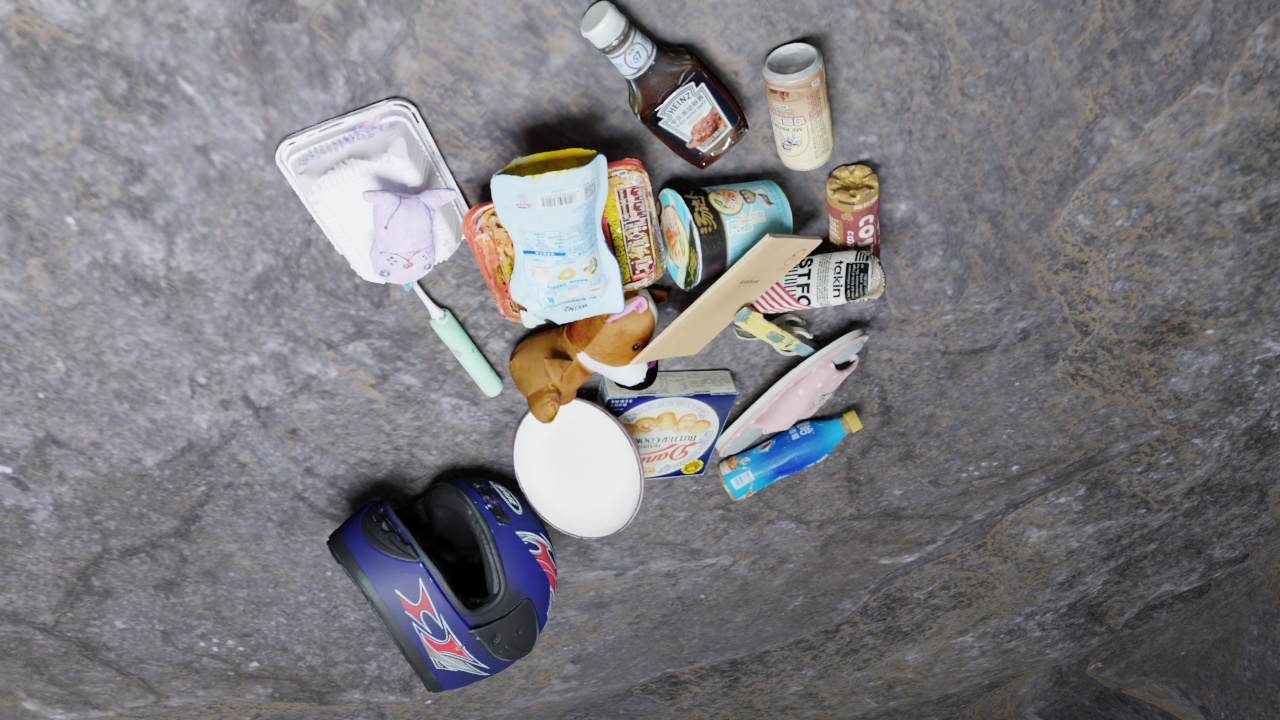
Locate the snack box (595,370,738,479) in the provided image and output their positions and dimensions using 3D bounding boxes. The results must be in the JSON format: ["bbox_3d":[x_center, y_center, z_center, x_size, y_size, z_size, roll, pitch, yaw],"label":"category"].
[{"bbox_3d":[0.021,0.091,1.239,0.177,0.045,0.183,-2,136,-18],"label":"snack box"}]

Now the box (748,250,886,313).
[{"bbox_3d":[0.202,-0.086,1.063,0.163,0.076,0.087,-9,160,37],"label":"box"}]

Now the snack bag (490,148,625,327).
[{"bbox_3d":[-0.075,-0.107,0.869,0.110,0.038,0.191,-18,137,-13],"label":"snack bag"}]

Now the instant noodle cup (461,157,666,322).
[{"bbox_3d":[-0.077,-0.129,0.932,0.189,0.079,0.165,-18,139,-4],"label":"instant noodle cup"}]

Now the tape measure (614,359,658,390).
[{"bbox_3d":[-0.007,0.007,1.126,0.058,0.057,0.039,-1,136,-8],"label":"tape measure"}]

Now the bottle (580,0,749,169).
[{"bbox_3d":[0.021,-0.258,0.856,0.080,0.044,0.194,-38,135,20],"label":"bottle"}]

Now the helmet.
[{"bbox_3d":[-0.234,0.268,1.191,0.240,0.247,0.316,-36,140,-21],"label":"helmet"}]

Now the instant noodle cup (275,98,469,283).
[{"bbox_3d":[-0.244,-0.145,0.866,0.138,0.060,0.173,-20,138,1],"label":"instant noodle cup"}]

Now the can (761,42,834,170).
[{"bbox_3d":[0.157,-0.249,0.905,0.058,0.058,0.116,-21,139,2],"label":"can"}]

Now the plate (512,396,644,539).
[{"bbox_3d":[-0.075,0.133,1.174,0.193,0.192,0.038,-50,170,30],"label":"plate"}]

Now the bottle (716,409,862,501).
[{"bbox_3d":[0.221,0.133,1.349,0.219,0.065,0.065,-28,139,9],"label":"bottle"}]

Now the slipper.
[{"bbox_3d":[0.207,0.056,1.240,0.275,0.054,0.114,-44,163,29],"label":"slipper"}]

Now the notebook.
[{"bbox_3d":[0.094,-0.065,0.994,0.208,0.008,0.147,-42,164,28],"label":"notebook"}]

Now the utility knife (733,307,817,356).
[{"bbox_3d":[0.165,-0.032,1.114,0.031,0.021,0.198,-28,156,27],"label":"utility knife"}]

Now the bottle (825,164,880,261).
[{"bbox_3d":[0.247,-0.142,1.059,0.057,0.057,0.175,-19,139,0],"label":"bottle"}]

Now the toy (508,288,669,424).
[{"bbox_3d":[-0.052,-0.012,1.044,0.200,0.140,0.130,-43,95,14],"label":"toy"}]

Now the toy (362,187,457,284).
[{"bbox_3d":[-0.213,-0.114,0.836,0.083,0.039,0.108,-8,138,-26],"label":"toy"}]

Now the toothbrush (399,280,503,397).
[{"bbox_3d":[-0.211,-0.029,1.030,0.026,0.027,0.225,8,148,26],"label":"toothbrush"}]

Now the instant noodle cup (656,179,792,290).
[{"bbox_3d":[0.091,-0.142,0.973,0.120,0.111,0.111,-17,140,-16],"label":"instant noodle cup"}]

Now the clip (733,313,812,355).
[{"bbox_3d":[0.175,-0.046,1.156,0.104,0.034,0.082,26,124,-38],"label":"clip"}]
